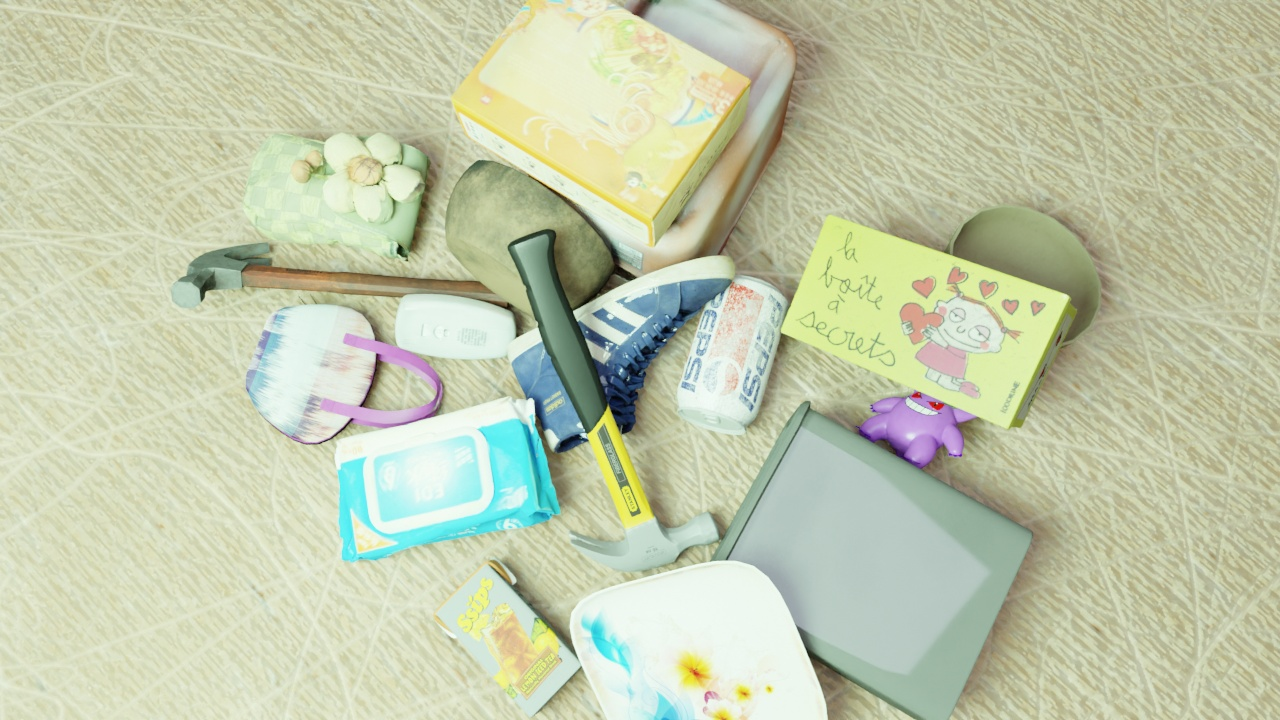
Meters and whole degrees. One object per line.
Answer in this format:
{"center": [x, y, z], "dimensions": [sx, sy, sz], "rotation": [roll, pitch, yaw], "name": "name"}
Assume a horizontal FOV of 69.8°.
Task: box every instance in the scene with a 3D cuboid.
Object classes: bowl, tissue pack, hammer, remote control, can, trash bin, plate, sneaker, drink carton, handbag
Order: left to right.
{"center": [-0.300, -0.168, 0.895], "dimensions": [0.186, 0.117, 0.113], "rotation": [8, 74, 2], "name": "handbag"}
{"center": [-0.274, 0.017, 0.875], "dimensions": [0.170, 0.068, 0.144], "rotation": [14, 70, -2], "name": "handbag"}
{"center": [-0.278, -0.075, 0.892], "dimensions": [0.300, 0.111, 0.028], "rotation": [4, 117, -6], "name": "hammer"}
{"center": [-0.184, 0.109, 0.831], "dimensions": [0.209, 0.066, 0.117], "rotation": [-15, 77, 8], "name": "tissue pack"}
{"center": [-0.176, -0.031, 0.878], "dimensions": [0.114, 0.028, 0.060], "rotation": [5, 117, -13], "name": "remote control"}
{"center": [-0.115, 0.244, 0.808], "dimensions": [0.125, 0.048, 0.076], "rotation": [44, 79, 12], "name": "drink carton"}
{"center": [-0.109, -0.101, 0.832], "dimensions": [0.162, 0.162, 0.070], "rotation": [33, 76, 10], "name": "bowl"}
{"center": [-0.039, 0.044, 0.786], "dimensions": [0.127, 0.029, 0.324], "rotation": [-22, 110, -2], "name": "hammer"}
{"center": [-0.006, 0.005, 0.833], "dimensions": [0.233, 0.091, 0.118], "rotation": [-22, 75, 15], "name": "sneaker"}
{"center": [0.023, -0.209, 0.881], "dimensions": [0.181, 0.157, 0.259], "rotation": [28, 76, 8], "name": "trash bin"}
{"center": [0.047, 0.254, 0.760], "dimensions": [0.187, 0.016, 0.187], "rotation": [-19, 102, 19], "name": "plate"}
{"center": [0.086, -0.005, 0.861], "dimensions": [0.078, 0.078, 0.136], "rotation": [17, 75, 6], "name": "can"}
{"center": [0.189, 0.174, 0.798], "dimensions": [0.220, 0.098, 0.191], "rotation": [29, 77, 8], "name": "trash bin"}
{"center": [0.356, -0.071, 0.880], "dimensions": [0.152, 0.051, 0.152], "rotation": [3, 67, -8], "name": "bowl"}

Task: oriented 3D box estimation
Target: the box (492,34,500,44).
{"center": [-0.067, -0.343, 0.978], "dimensions": [0.187, 0.060, 0.058], "rotation": [-9, 117, -2], "name": "box"}

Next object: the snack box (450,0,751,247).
{"center": [-0.030, -0.204, 0.757], "dimensions": [0.195, 0.081, 0.145], "rotation": [32, 79, 10], "name": "snack box"}

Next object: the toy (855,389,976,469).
{"center": [0.260, 0.061, 0.850], "dimensions": [0.088, 0.056, 0.106], "rotation": [-45, 43, -10], "name": "toy"}

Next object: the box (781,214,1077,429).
{"center": [0.249, -0.036, 0.812], "dimensions": [0.221, 0.082, 0.124], "rotation": [29, 100, 28], "name": "box"}
